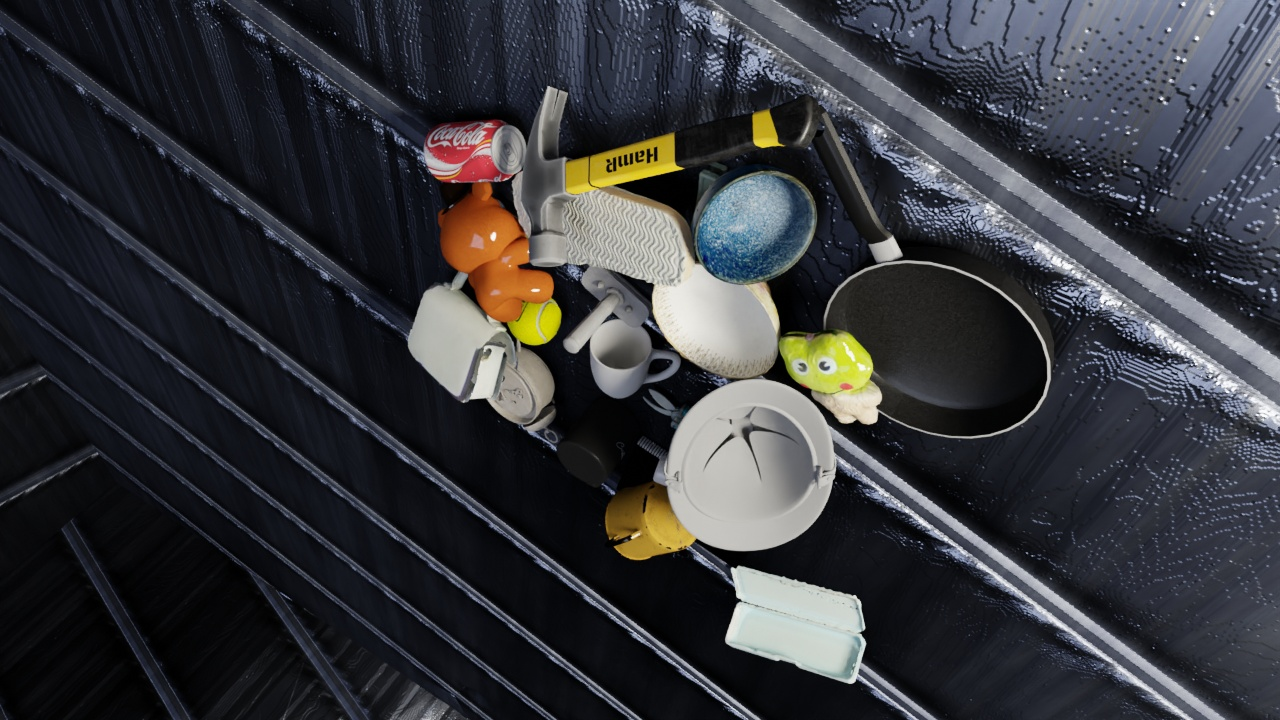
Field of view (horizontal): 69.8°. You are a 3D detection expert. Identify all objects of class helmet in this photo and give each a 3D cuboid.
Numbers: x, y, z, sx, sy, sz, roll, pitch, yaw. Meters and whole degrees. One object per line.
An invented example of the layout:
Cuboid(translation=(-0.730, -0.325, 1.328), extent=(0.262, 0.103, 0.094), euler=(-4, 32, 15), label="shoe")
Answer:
Cuboid(translation=(0.118, 0.090, 1.033), extent=(0.183, 0.117, 0.272), euler=(-2, 130, 2), label="helmet")

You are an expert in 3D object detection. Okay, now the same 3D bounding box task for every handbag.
Cuboid(translation=(-0.216, -0.052, 1.187), extent=(0.151, 0.073, 0.176), euler=(37, 116, 36), label="handbag")

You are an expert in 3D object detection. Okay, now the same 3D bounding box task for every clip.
Cuboid(translation=(0.066, -0.154, 0.882), extent=(0.023, 0.042, 0.076), euler=(27, 141, 18), label="clip")

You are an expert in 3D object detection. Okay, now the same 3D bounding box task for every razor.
Cuboid(translation=(-0.049, -0.048, 1.019), extent=(0.088, 0.116, 0.048), euler=(41, 139, -3), label="razor")

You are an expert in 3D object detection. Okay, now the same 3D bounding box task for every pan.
Cuboid(translation=(0.232, -0.074, 0.808), extent=(0.205, 0.044, 0.356), euler=(-8, 124, 45), label="pan")

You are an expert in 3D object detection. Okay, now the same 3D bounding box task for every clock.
Cuboid(translation=(-0.155, 0.046, 1.264), extent=(0.104, 0.061, 0.157), euler=(-15, 111, 47), label="clock")

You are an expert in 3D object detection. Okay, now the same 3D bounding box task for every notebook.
Cuboid(translation=(0.068, 0.199, 1.270), extent=(0.207, 0.016, 0.149), euler=(33, 145, 9), label="notebook")

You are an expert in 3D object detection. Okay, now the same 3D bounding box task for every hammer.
Cuboid(translation=(0.012, -0.185, 0.815), extent=(0.325, 0.034, 0.170), euler=(-3, 86, 40), label="hammer")

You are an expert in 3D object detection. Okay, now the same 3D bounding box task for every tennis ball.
Cuboid(translation=(-0.131, -0.052, 1.130), extent=(0.065, 0.065, 0.065), euler=(24, 141, 20), label="tennis ball")

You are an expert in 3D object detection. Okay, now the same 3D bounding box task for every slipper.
Cuboid(translation=(-0.039, -0.141, 0.934), extent=(0.273, 0.053, 0.114), euler=(24, 137, 45), label="slipper")

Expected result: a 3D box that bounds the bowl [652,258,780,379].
Cuboid(translation=(0.089, -0.055, 0.937), extent=(0.145, 0.063, 0.145), euler=(24, 142, 20), label="bowl")

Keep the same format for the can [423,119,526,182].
Cuboid(translation=(-0.178, -0.225, 0.987), extent=(0.105, 0.064, 0.064), euler=(7, 134, 36), label="can")

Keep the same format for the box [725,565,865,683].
Cuboid(translation=(0.211, 0.365, 1.279), extent=(0.198, 0.074, 0.126), euler=(6, 114, 35), label="box")

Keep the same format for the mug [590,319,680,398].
Cuboid(translation=(-0.007, 0.006, 1.096), extent=(0.107, 0.071, 0.090), euler=(4, 148, 0), label="mug")

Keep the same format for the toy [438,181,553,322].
Cuboid(translation=(-0.177, -0.130, 1.059), extent=(0.112, 0.096, 0.176), euler=(-23, 108, 40), label="toy")

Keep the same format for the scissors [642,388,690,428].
Cuboid(translation=(0.074, 0.089, 1.142), extent=(0.156, 0.019, 0.124), euler=(8, 134, 36), label="scissors")

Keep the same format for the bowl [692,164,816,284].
Cuboid(translation=(0.097, -0.133, 0.837), extent=(0.114, 0.060, 0.115), euler=(-8, 130, -9), label="bowl")

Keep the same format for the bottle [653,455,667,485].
Cuboid(translation=(0.102, 0.165, 1.150), extent=(0.174, 0.046, 0.084), euler=(20, 143, 8), label="bottle")

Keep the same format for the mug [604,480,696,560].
Cuboid(translation=(0.011, 0.215, 1.219), extent=(0.094, 0.123, 0.100), euler=(-27, 90, 52), label="mug")

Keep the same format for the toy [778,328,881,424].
Cuboid(translation=(0.186, 0.018, 0.878), extent=(0.092, 0.043, 0.118), euler=(-5, 128, 46), label="toy")

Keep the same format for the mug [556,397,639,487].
Cuboid(translation=(-0.055, 0.120, 1.229), extent=(0.078, 0.087, 0.114), euler=(20, 140, 24), label="mug")
